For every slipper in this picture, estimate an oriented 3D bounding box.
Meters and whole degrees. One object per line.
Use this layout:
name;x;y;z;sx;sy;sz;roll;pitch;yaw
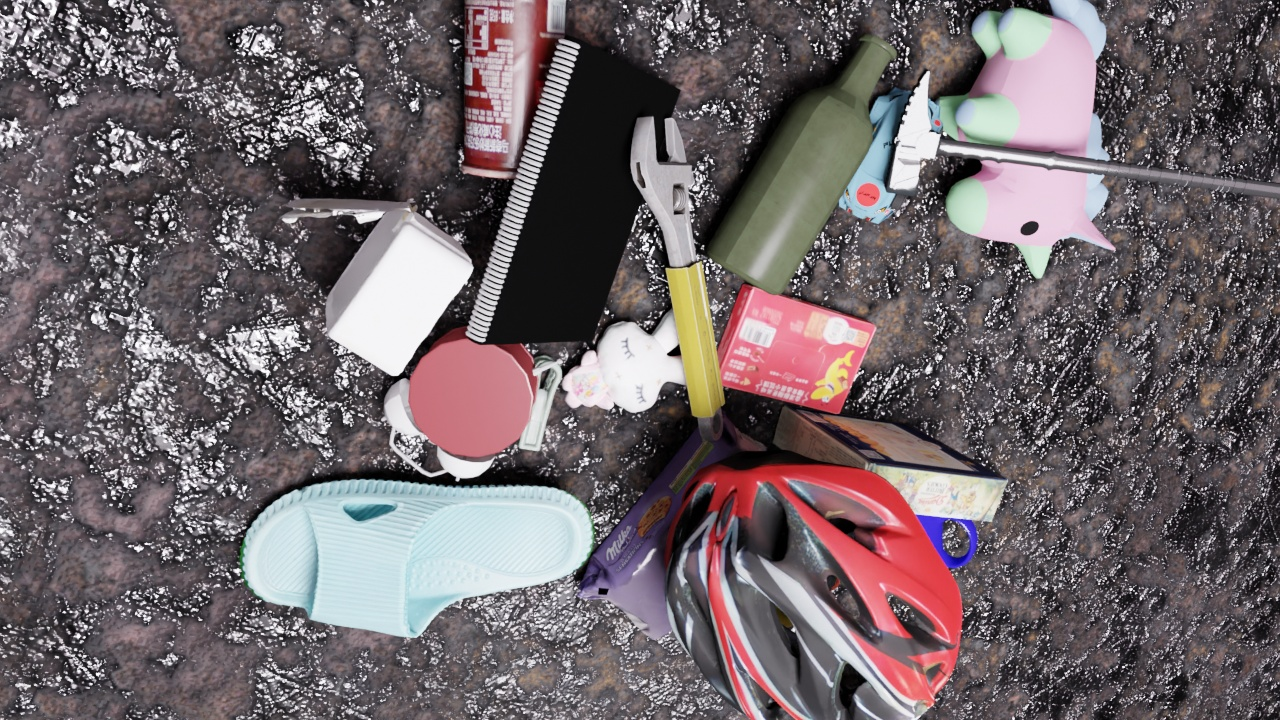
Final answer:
slipper;-0.171;0.150;0.713;0.276;0.069;0.116;-2;107;-8

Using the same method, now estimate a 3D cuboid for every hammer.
hammer;0.360;-0.154;0.703;0.325;0.015;0.095;9;115;5

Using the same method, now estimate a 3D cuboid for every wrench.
wrench;0.035;-0.056;0.717;0.083;0.018;0.274;-43;128;-53

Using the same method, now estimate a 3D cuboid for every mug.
mug;0.260;0.158;0.867;0.079;0.111;0.084;-36;126;-48

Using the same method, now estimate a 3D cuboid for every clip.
clip;-0.083;0.033;0.739;0.023;0.047;0.076;12;102;-25

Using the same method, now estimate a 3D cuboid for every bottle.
bottle;0.132;-0.155;0.720;0.071;0.071;0.207;26;99;-26

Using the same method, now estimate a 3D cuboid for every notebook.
notebook;-0.044;-0.110;0.655;0.148;0.016;0.207;-5;118;-61

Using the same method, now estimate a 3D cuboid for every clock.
clock;-0.133;0.030;0.696;0.096;0.048;0.138;41;103;-12

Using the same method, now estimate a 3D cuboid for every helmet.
helmet;0.124;0.192;0.702;0.272;0.218;0.166;58;46;-25

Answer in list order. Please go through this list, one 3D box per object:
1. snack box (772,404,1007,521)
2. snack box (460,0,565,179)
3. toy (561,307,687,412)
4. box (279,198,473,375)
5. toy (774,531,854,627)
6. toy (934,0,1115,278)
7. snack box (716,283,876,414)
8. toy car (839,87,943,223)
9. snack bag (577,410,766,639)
snack box;0.213;0.088;0.801;0.145;0.144;0.043;10;102;-23
snack box;-0.087;-0.189;0.628;0.072;0.072;0.121;-3;110;-19
toy;-0.004;0.004;0.749;0.125;0.037;0.076;-19;108;-20
box;-0.194;-0.073;0.614;0.130;0.110;0.103;33;96;-28
toy;0.149;0.169;0.841;0.119;0.097;0.100;-38;165;-29
toy;0.333;-0.193;0.762;0.171;0.120;0.222;20;103;-15
snack box;0.134;-0.008;0.804;0.132;0.021;0.089;14;105;-24
toy car;0.202;-0.168;0.749;0.060;0.027;0.108;27;102;10
snack bag;0.042;0.151;0.812;0.096;0.058;0.205;36;94;-28
